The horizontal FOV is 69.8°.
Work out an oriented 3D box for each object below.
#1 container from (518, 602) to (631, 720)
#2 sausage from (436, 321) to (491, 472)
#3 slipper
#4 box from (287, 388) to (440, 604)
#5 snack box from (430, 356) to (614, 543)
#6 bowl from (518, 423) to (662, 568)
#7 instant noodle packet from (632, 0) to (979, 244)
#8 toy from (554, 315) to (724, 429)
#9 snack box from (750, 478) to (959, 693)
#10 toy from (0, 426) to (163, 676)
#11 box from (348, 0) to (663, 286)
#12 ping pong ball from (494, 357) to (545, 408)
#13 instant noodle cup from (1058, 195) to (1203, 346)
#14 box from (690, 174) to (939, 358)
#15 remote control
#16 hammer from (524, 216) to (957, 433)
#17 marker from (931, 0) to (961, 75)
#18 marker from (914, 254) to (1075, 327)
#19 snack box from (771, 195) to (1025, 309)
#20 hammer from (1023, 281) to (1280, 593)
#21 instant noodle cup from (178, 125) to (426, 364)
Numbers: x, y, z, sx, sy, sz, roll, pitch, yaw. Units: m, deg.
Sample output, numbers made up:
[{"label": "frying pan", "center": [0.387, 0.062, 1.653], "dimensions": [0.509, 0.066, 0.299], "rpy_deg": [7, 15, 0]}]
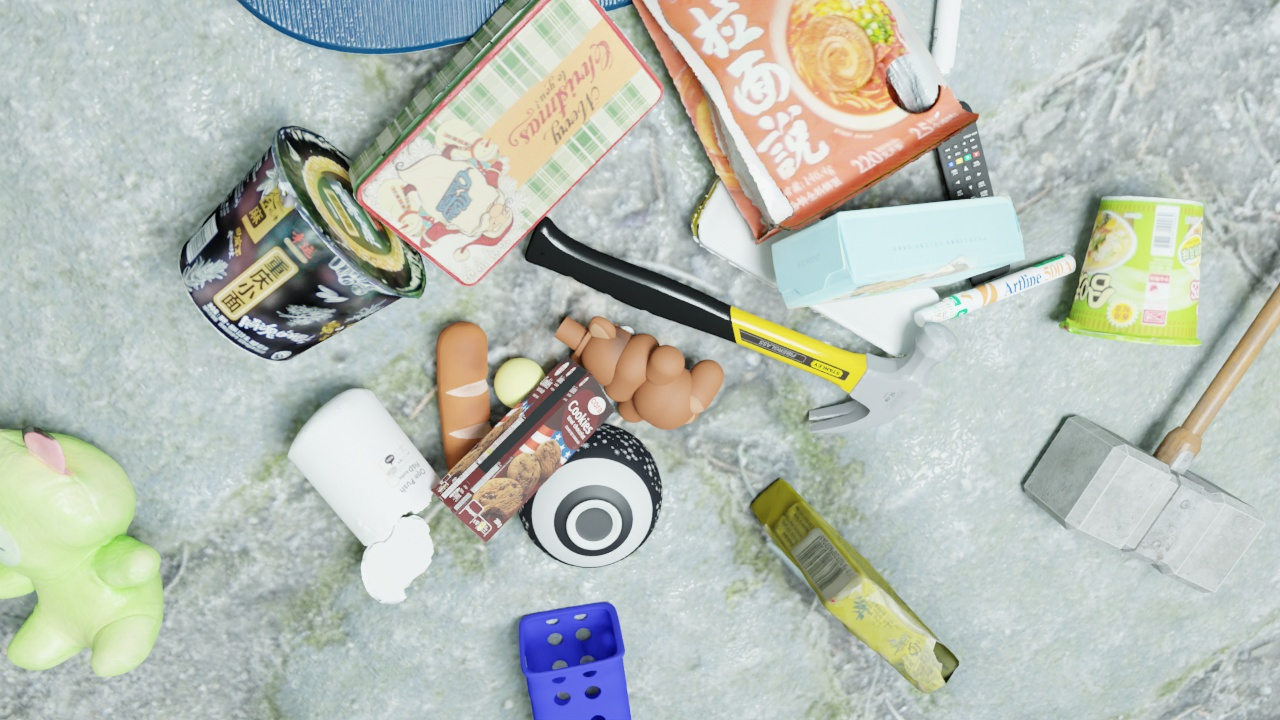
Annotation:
[{"label": "container", "center": [-0.052, 0.280, 0.776], "dimensions": [0.085, 0.084, 0.114], "rpy_deg": [-9, 109, -5]}, {"label": "sausage", "center": [-0.134, 0.049, 0.713], "dimensions": [0.039, 0.044, 0.164], "rpy_deg": [-17, 113, -38]}, {"label": "slipper", "center": [-0.127, -0.269, 0.607], "dimensions": [0.294, 0.060, 0.118], "rpy_deg": [-11, 114, -17]}, {"label": "box", "center": [-0.202, 0.108, 0.706], "dimensions": [0.156, 0.084, 0.126], "rpy_deg": [51, 132, -1]}, {"label": "snack box", "center": [-0.086, 0.067, 0.691], "dimensions": [0.140, 0.032, 0.051], "rpy_deg": [-45, 142, -13]}, {"label": "bowl", "center": [-0.039, 0.117, 0.733], "dimensions": [0.120, 0.066, 0.120], "rpy_deg": [-2, 108, -6]}, {"label": "instant noodle packet", "center": [0.104, -0.217, 0.642], "dimensions": [0.164, 0.084, 0.221], "rpy_deg": [-31, 94, -7]}, {"label": "toy", "center": [-0.004, 0.004, 0.708], "dimensions": [0.127, 0.065, 0.095], "rpy_deg": [34, 143, 0]}, {"label": "snack box", "center": [0.161, 0.174, 0.715], "dimensions": [0.045, 0.181, 0.121], "rpy_deg": [-45, 108, 3]}, {"label": "toy", "center": [-0.429, 0.131, 0.681], "dimensions": [0.150, 0.107, 0.197], "rpy_deg": [-5, 100, 19]}, {"label": "box", "center": [-0.091, -0.156, 0.628], "dimensions": [0.205, 0.051, 0.117], "rpy_deg": [-43, 133, 6]}, {"label": "ping pong ball", "center": [-0.093, 0.018, 0.709], "dimensions": [0.040, 0.040, 0.040], "rpy_deg": [-2, 108, -6]}, {"label": "instant noodle cup", "center": [0.389, -0.071, 0.713], "dimensions": [0.099, 0.099, 0.108], "rpy_deg": [4, 99, -8]}, {"label": "box", "center": [0.136, -0.073, 0.709], "dimensions": [0.209, 0.037, 0.064], "rpy_deg": [28, 99, -13]}, {"label": "remote control", "center": [0.257, -0.127, 0.716], "dimensions": [0.033, 0.015, 0.147], "rpy_deg": [-22, 109, 1]}, {"label": "hammer", "center": [0.066, -0.030, 0.704], "dimensions": [0.323, 0.029, 0.127], "rpy_deg": [21, 129, -6]}, {"label": "marker", "center": [0.225, -0.275, 0.663], "dimensions": [0.017, 0.020, 0.134], "rpy_deg": [2, 108, 3]}, {"label": "marker", "center": [0.280, -0.055, 0.723], "dimensions": [0.145, 0.017, 0.017], "rpy_deg": [-20, 109, -15]}, {"label": "snack box", "center": [0.186, -0.078, 0.656], "dimensions": [0.174, 0.075, 0.053], "rpy_deg": [-9, 85, -29]}, {"label": "hammer", "center": [0.478, 0.020, 0.753], "dimensions": [0.162, 0.083, 0.318], "rpy_deg": [24, 103, -13]}, {"label": "instant noodle cup", "center": [-0.234, -0.071, 0.625], "dimensions": [0.112, 0.137, 0.137], "rpy_deg": [-33, 108, 13]}]
